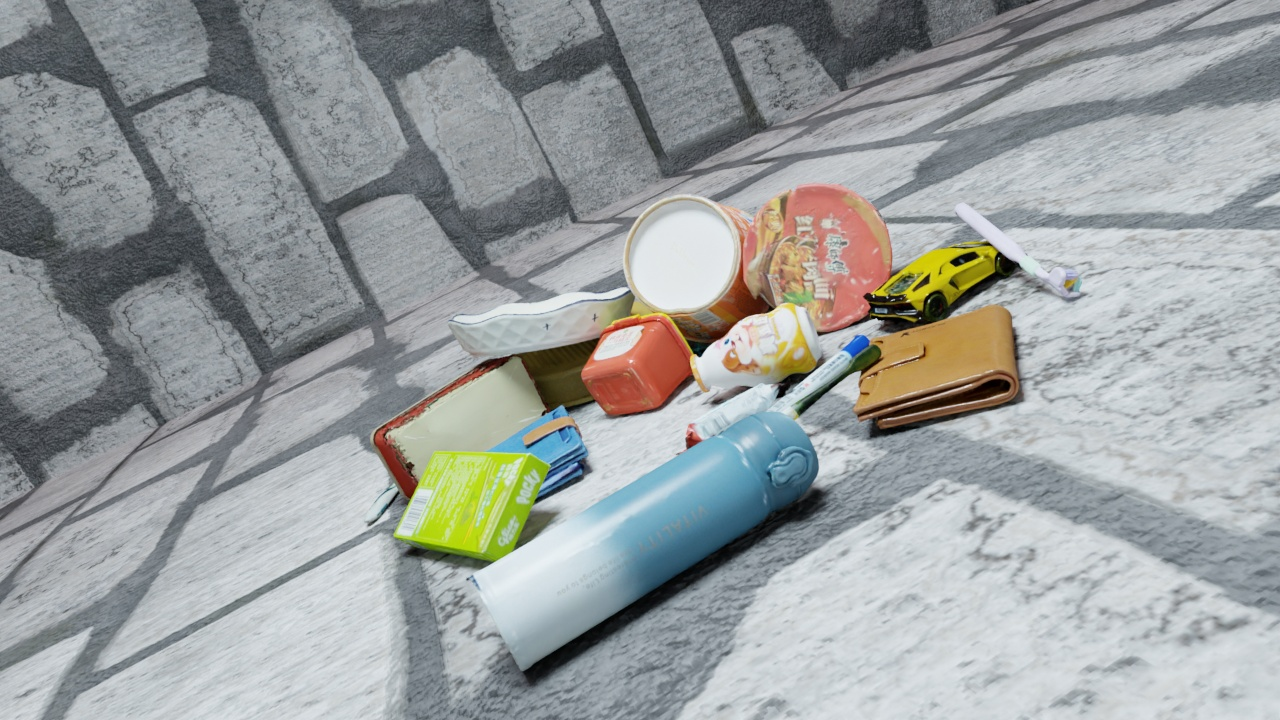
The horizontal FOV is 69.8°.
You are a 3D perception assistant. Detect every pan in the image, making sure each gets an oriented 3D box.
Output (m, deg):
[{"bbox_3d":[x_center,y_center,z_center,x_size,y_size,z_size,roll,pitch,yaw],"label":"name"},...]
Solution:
[{"bbox_3d":[-0.078,-0.014,1.137,0.197,0.078,0.357,-24,21,-9],"label":"pan"}]

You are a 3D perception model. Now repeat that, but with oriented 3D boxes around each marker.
[{"bbox_3d":[0.137,0.020,0.729,0.145,0.017,0.017,-35,18,-33],"label":"marker"}]

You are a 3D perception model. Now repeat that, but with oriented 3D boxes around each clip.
[{"bbox_3d":[0.061,-0.007,0.950,0.041,0.014,0.056,-26,16,-4],"label":"clip"}]

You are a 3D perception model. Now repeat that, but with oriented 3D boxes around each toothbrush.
[{"bbox_3d":[0.097,0.046,0.657,0.185,0.012,0.017,-36,4,-5],"label":"toothbrush"},{"bbox_3d":[0.305,-0.098,0.760,0.021,0.029,0.189,-39,26,12],"label":"toothbrush"},{"bbox_3d":[-0.261,0.126,0.999,0.016,0.018,0.191,-21,15,14],"label":"toothbrush"}]

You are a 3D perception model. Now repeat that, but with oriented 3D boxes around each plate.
[{"bbox_3d":[-0.103,-0.043,0.989,0.205,0.045,0.204,-9,7,1],"label":"plate"}]

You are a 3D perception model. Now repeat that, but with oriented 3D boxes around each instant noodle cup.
[{"bbox_3d":[0.057,-0.097,0.935,0.152,0.151,0.111,-20,-11,18],"label":"instant noodle cup"},{"bbox_3d":[0.179,-0.107,0.884,0.138,0.138,0.108,-18,8,26],"label":"instant noodle cup"}]

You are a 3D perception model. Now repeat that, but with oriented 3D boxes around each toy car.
[{"bbox_3d":[0.264,-0.074,0.800,0.155,0.041,0.071,-28,17,-19],"label":"toy car"}]

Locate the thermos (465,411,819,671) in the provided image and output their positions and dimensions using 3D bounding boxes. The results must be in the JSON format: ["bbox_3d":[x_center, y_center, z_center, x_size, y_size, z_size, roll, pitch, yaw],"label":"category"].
[{"bbox_3d":[0.007,0.103,0.558,0.220,0.070,0.070,-29,15,-13],"label":"thermos"}]

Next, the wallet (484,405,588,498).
[{"bbox_3d":[-0.101,0.090,0.832,0.106,0.040,0.133,-30,17,-4],"label":"wallet"}]

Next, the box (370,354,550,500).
[{"bbox_3d":[-0.176,0.064,0.930,0.167,0.091,0.079,-36,15,-36],"label":"box"}]

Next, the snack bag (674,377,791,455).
[{"bbox_3d":[0.072,0.044,0.722,0.105,0.026,0.045,-29,-20,-10],"label":"snack bag"}]

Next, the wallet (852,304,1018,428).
[{"bbox_3d":[0.209,0.003,0.649,0.108,0.031,0.131,-16,15,26],"label":"wallet"}]

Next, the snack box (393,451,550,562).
[{"bbox_3d":[-0.142,0.117,0.753,0.157,0.026,0.085,-7,54,50],"label":"snack box"}]

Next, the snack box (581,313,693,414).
[{"bbox_3d":[-0.005,0.005,0.890,0.091,0.082,0.079,-12,29,42],"label":"snack box"}]

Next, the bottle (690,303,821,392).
[{"bbox_3d":[0.098,-0.006,0.789,0.108,0.063,0.063,-21,15,16],"label":"bottle"}]
